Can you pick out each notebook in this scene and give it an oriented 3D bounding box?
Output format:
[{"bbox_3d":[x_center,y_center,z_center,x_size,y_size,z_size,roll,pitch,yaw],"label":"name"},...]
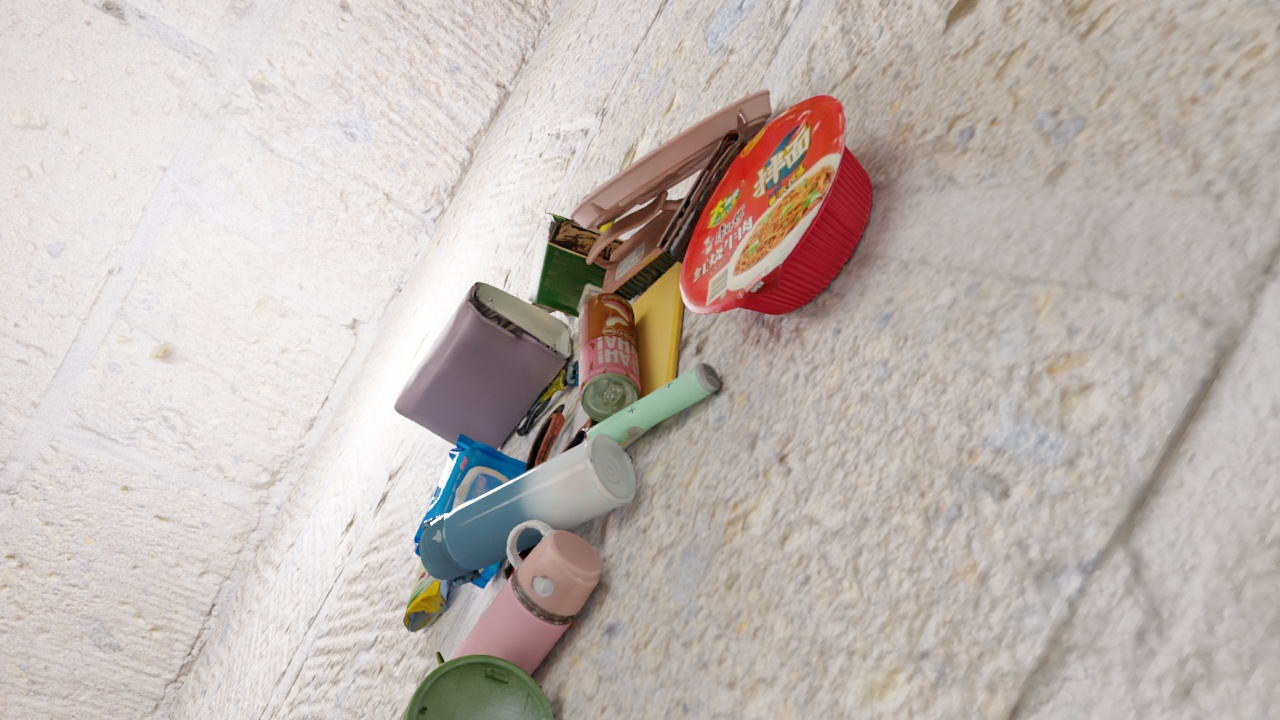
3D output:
[{"bbox_3d":[-0.005,0.005,0.911,0.146,0.010,0.205,-42,29,40],"label":"notebook"}]

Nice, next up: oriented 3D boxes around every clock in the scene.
[{"bbox_3d":[-0.129,0.301,0.685,0.160,0.116,0.056,-79,16,-46],"label":"clock"}]

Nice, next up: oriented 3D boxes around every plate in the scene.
[{"bbox_3d":[0.033,-0.192,0.905,0.229,0.028,0.229,-32,5,3],"label":"plate"}]

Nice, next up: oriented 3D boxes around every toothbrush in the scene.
[{"bbox_3d":[-0.018,0.059,0.809,0.225,0.026,0.027,-32,49,37],"label":"toothbrush"}]

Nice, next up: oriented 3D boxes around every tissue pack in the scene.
[{"bbox_3d":[-0.179,0.159,0.998,0.052,0.095,0.156,-34,32,47],"label":"tissue pack"}]

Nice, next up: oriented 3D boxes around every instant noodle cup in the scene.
[{"bbox_3d":[0.112,-0.106,0.713,0.194,0.066,0.193,-48,24,29],"label":"instant noodle cup"}]

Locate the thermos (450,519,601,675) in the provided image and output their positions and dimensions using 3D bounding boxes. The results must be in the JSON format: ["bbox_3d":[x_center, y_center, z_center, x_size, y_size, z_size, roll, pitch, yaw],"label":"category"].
[{"bbox_3d":[-0.115,0.227,0.783,0.199,0.087,0.067,-56,-16,17],"label":"thermos"}]

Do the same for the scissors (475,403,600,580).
[{"bbox_3d":[-0.104,0.125,0.925,0.222,0.015,0.189,-53,20,6],"label":"scissors"}]

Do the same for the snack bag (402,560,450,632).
[{"bbox_3d":[-0.249,0.234,1.139,0.190,0.039,0.111,-87,22,-50],"label":"snack bag"}]

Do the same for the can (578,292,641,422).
[{"bbox_3d":[-0.031,-0.006,0.885,0.058,0.058,0.147,-50,24,26],"label":"can"}]

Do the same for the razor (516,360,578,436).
[{"bbox_3d":[-0.111,0.045,1.082,0.143,0.022,0.042,-46,24,34],"label":"razor"}]

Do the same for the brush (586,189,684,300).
[{"bbox_3d":[0.006,-0.124,0.962,0.146,0.073,0.063,-35,33,45],"label":"brush"}]

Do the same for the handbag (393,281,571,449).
[{"bbox_3d":[-0.197,0.011,1.149,0.197,0.145,0.098,-50,27,24],"label":"handbag"}]

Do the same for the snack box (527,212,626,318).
[{"bbox_3d":[-0.075,-0.104,1.078,0.117,0.118,0.105,-155,83,-76],"label":"snack box"}]

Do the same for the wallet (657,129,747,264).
[{"bbox_3d":[0.065,-0.143,0.841,0.124,0.032,0.101,-60,-15,6],"label":"wallet"}]

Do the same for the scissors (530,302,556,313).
[{"bbox_3d":[-0.180,-0.047,1.198,0.173,0.178,0.019,-49,48,19],"label":"scissors"}]

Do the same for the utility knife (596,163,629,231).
[{"bbox_3d":[-0.042,-0.202,1.241,0.033,0.015,0.154,-3,60,62],"label":"utility knife"}]

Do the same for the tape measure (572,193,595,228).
[{"bbox_3d":[-0.072,-0.203,1.275,0.057,0.039,0.058,-64,22,-8],"label":"tape measure"}]

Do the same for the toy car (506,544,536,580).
[{"bbox_3d":[-0.104,0.197,0.868,0.106,0.031,0.049,-62,22,-9],"label":"toy car"}]

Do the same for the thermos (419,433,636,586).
[{"bbox_3d":[-0.107,0.138,0.821,0.221,0.070,0.070,-29,34,26],"label":"thermos"}]
